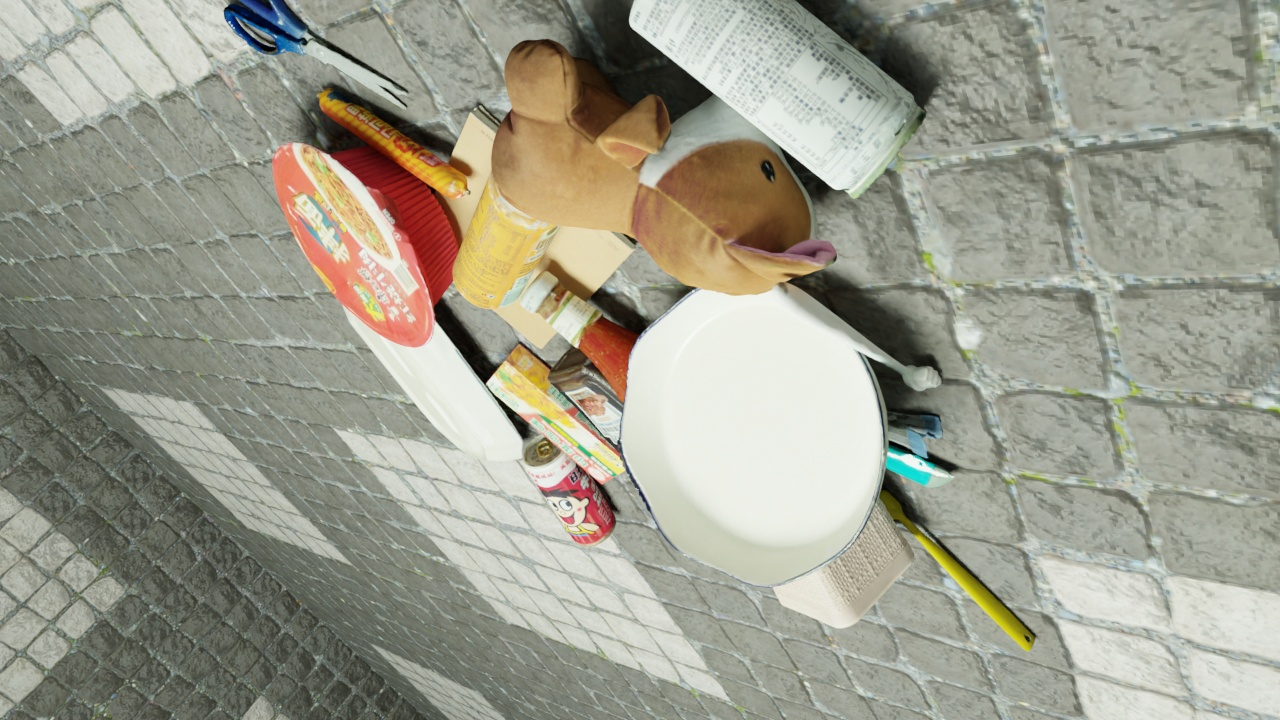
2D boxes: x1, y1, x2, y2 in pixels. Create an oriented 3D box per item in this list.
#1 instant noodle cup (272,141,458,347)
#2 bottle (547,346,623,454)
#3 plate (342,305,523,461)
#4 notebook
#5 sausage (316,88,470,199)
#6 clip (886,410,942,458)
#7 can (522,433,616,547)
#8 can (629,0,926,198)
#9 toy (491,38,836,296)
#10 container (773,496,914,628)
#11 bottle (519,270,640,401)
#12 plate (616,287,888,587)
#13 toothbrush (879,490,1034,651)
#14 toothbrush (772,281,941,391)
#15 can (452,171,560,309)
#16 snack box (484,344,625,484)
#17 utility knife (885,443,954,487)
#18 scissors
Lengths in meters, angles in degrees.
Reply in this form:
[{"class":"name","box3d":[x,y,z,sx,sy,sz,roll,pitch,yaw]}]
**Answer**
[{"class":"instant noodle cup","box3d":[-0.217,-0.105,0.764,0.194,0.065,0.194,32,146,25]},{"class":"bottle","box3d":[0.004,0.065,0.811,0.195,0.043,0.080,48,148,-19]},{"class":"plate","box3d":[-0.219,0.015,0.946,0.162,0.034,0.266,13,142,50]},{"class":"notebook","box3d":[-0.102,-0.094,0.737,0.149,0.012,0.212,40,149,-7]},{"class":"sausage","box3d":[-0.191,-0.167,0.702,0.165,0.021,0.021,34,149,17]},{"class":"clip","box3d":[0.179,0.046,0.639,0.058,0.045,0.027,13,143,42]},{"class":"can","box3d":[-0.075,0.137,0.972,0.053,0.053,0.133,9,139,38]},{"class":"can","box3d":[0.067,-0.146,0.455,0.146,0.058,0.058,38,149,-2]},{"class":"toy","box3d":[0.019,-0.106,0.518,0.199,0.140,0.131,33,107,3]},{"class":"container","box3d":[0.135,0.126,0.705,0.111,0.089,0.090,59,157,-17]},{"class":"bottle","box3d":[-0.004,0.004,0.722,0.206,0.059,0.060,37,149,-2]},{"class":"plate","box3d":[0.076,0.047,0.625,0.205,0.045,0.205,6,100,38]},{"class":"toothbrush","box3d":[0.249,0.168,0.733,0.190,0.015,0.017,43,153,-11]},{"class":"toothbrush","box3d":[0.130,-0.011,0.534,0.016,0.016,0.180,-11,156,40]},{"class":"can","box3d":[-0.094,-0.092,0.663,0.058,0.058,0.146,39,149,-4]},{"class":"snack box","box3d":[-0.075,0.054,0.888,0.156,0.027,0.077,41,150,-6]},{"class":"utility knife","box3d":[0.158,0.057,0.680,0.151,0.012,0.029,26,145,21]},{"class":"scissors","box3d":[-0.250,-0.232,0.699,0.173,0.012,0.125,47,146,-18]}]
